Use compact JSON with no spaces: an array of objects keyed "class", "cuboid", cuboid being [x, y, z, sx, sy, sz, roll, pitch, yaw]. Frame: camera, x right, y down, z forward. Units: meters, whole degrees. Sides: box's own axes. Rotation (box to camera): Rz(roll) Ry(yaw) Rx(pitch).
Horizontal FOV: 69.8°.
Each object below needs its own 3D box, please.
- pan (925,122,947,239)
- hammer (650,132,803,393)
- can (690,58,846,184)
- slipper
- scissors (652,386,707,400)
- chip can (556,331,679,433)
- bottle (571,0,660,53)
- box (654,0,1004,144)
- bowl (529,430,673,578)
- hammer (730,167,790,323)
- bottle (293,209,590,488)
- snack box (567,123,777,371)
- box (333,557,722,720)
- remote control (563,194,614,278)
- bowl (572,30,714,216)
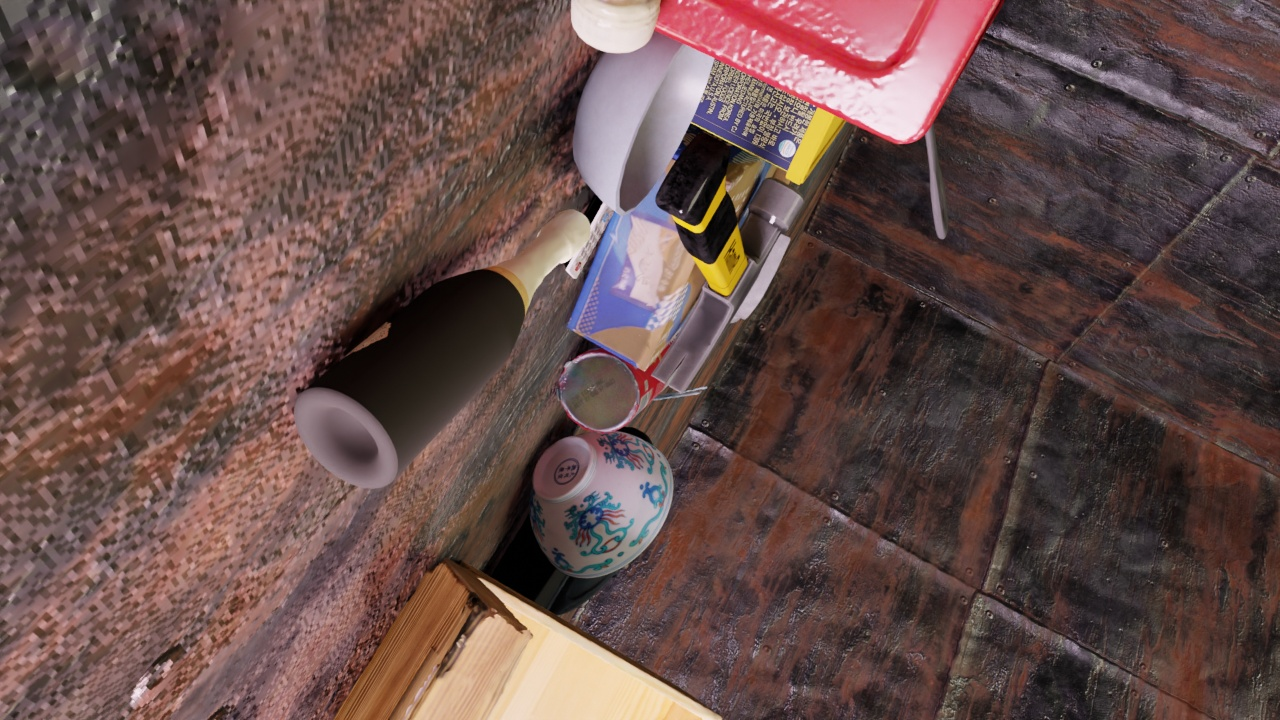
[{"class":"pan","cuboid":[0.163,-0.236,0.586,0.215,0.024,0.355,-57,136,-46]},{"class":"hammer","cuboid":[0.043,-0.064,0.547,0.170,0.034,0.324,-60,170,1]},{"class":"can","cuboid":[0.089,-0.190,0.604,0.134,0.104,0.075,-53,169,-49]},{"class":"slipper","cuboid":[-0.063,0.189,0.911,0.265,0.083,0.109,-55,-147,-10]},{"class":"scissors","cuboid":[-0.006,0.040,0.873,0.143,0.015,0.094,-15,-178,34]},{"class":"chip can","cuboid":[-0.005,0.005,0.832,0.073,0.073,0.232,-63,172,17]},{"class":"bottle","cuboid":[0.004,-0.170,0.277,0.059,0.059,0.167,-56,171,-33]},{"class":"box","cuboid":[0.069,-0.172,0.345,0.130,0.157,0.097,-68,173,33]},{"class":"bowl","cuboid":[-0.051,0.115,0.833,0.074,0.144,0.143,48,65,-39]},{"class":"hammer","cuboid":[0.139,-0.193,0.877,0.131,0.039,0.327,129,-17,-74]},{"class":"bottle","cuboid":[-0.070,-0.020,0.396,0.184,0.045,0.045,-53,169,-48]},{"class":"snack box","cuboid":[0.036,-0.105,0.701,0.155,0.069,0.202,-66,171,30]},{"class":"box","cuboid":[-0.102,0.302,0.581,0.278,0.286,0.337,-59,-171,-12]},{"class":"remote control","cuboid":[-0.016,-0.108,0.563,0.124,0.012,0.028,-61,173,-2]},{"class":"bowl","cuboid":[-0.003,-0.130,0.464,0.106,0.039,0.106,-59,172,-13]}]
